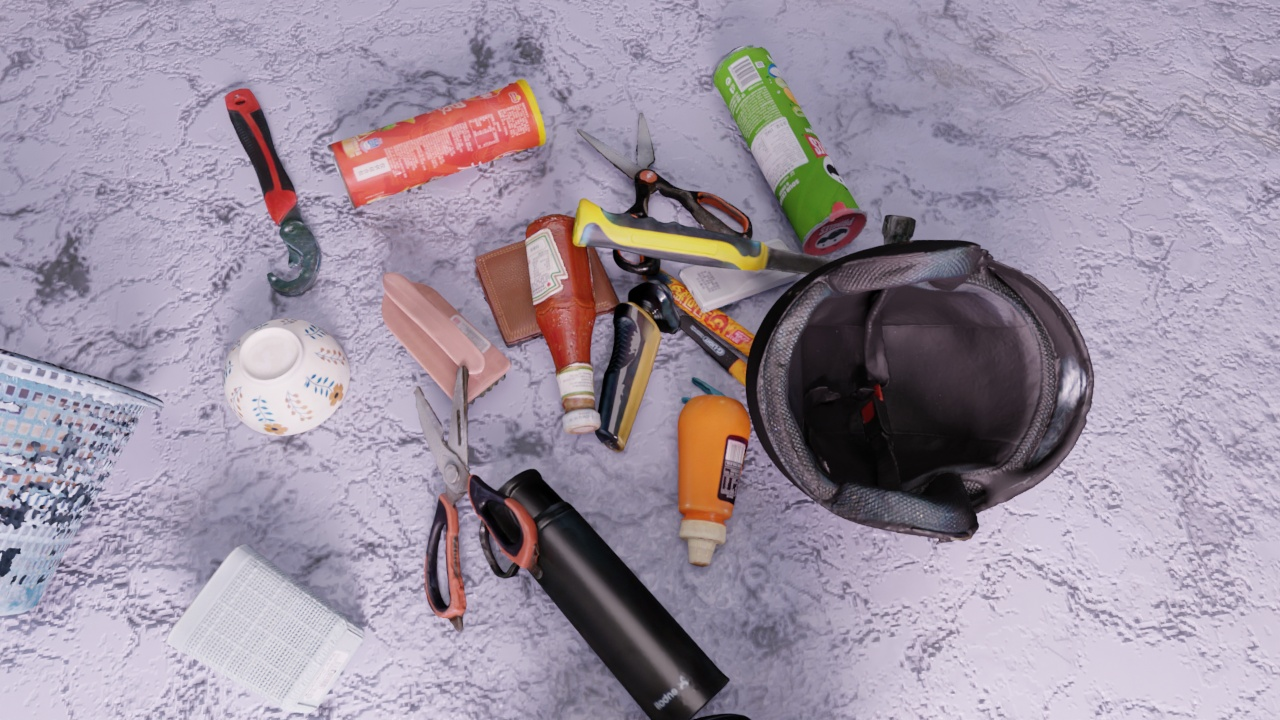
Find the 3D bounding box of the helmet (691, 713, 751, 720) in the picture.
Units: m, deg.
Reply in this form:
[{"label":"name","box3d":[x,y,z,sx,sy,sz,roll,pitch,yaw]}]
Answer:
[{"label":"helmet","box3d":[0.028,0.368,0.586,0.315,0.241,0.247,-8,66,-18]}]

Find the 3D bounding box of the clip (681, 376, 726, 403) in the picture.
[{"label":"clip","box3d":[0.068,0.038,0.873,0.055,0.013,0.038,25,67,11]}]

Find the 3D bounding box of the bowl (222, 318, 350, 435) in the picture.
[{"label":"bowl","box3d":[-0.332,0.007,0.848,0.113,0.062,0.113,1,65,-3]}]

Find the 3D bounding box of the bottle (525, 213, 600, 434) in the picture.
[{"label":"bottle","box3d":[-0.067,-0.034,0.853,0.059,0.060,0.206,-8,73,-6]}]

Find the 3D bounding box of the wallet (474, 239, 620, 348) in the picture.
[{"label":"wallet","box3d":[-0.093,-0.074,0.912,0.124,0.032,0.101,-20,70,-10]}]

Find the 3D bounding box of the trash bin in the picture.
[{"label":"trash bin","box3d":[-0.535,0.092,0.735,0.226,0.227,0.195,14,78,4]}]

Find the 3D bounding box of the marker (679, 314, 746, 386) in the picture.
[{"label":"marker","box3d":[0.082,-0.004,0.892,0.124,0.015,0.018,42,66,18]}]

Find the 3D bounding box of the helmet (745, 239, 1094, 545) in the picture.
[{"label":"helmet","box3d":[0.220,0.018,0.771,0.274,0.230,0.233,0,94,-11]}]

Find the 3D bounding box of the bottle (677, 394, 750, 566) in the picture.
[{"label":"bottle","box3d":[0.060,0.108,0.816,0.067,0.067,0.149,7,72,1]}]

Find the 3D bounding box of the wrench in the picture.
[{"label":"wrench","box3d":[-0.388,-0.184,0.961,0.056,0.016,0.273,-20,68,-11]}]

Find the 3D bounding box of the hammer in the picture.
[{"label":"hammer","box3d":[0.097,-0.098,0.865,0.323,0.032,0.126,8,98,-10]}]

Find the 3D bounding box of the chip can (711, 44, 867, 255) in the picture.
[{"label":"chip can","box3d":[0.153,-0.224,0.965,0.072,0.072,0.236,-19,67,-11]}]

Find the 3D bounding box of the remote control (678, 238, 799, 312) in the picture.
[{"label":"remote control","box3d":[0.101,-0.087,0.915,0.124,0.024,0.049,-21,65,-24]}]

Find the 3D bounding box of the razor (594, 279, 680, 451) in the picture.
[{"label":"razor","box3d":[-0.005,0.005,0.869,0.067,0.062,0.167,25,68,-25]}]

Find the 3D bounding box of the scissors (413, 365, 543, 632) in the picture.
[{"label":"scissors","box3d":[-0.152,0.118,0.784,0.226,0.015,0.189,34,102,33]}]

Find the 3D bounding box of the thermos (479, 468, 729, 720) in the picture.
[{"label":"thermos","box3d":[-0.040,0.205,0.770,0.242,0.068,0.090,45,103,19]}]

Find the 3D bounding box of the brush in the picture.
[{"label":"brush","box3d":[-0.190,-0.025,0.862,0.063,0.073,0.145,-40,70,-17]}]

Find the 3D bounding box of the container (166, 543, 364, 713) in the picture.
[{"label":"container","box3d":[-0.293,0.219,0.736,0.111,0.090,0.090,29,68,9]}]

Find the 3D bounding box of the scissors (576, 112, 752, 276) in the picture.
[{"label":"scissors","box3d":[0.015,-0.173,0.955,0.221,0.022,0.228,23,56,5]}]

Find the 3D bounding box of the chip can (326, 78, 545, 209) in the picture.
[{"label":"chip can","box3d":[-0.209,-0.225,0.955,0.216,0.073,0.073,-23,68,-12]}]

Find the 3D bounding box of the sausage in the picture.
[{"label":"sausage","box3d":[0.062,-0.049,0.908,0.165,0.021,0.021,37,69,15]}]
